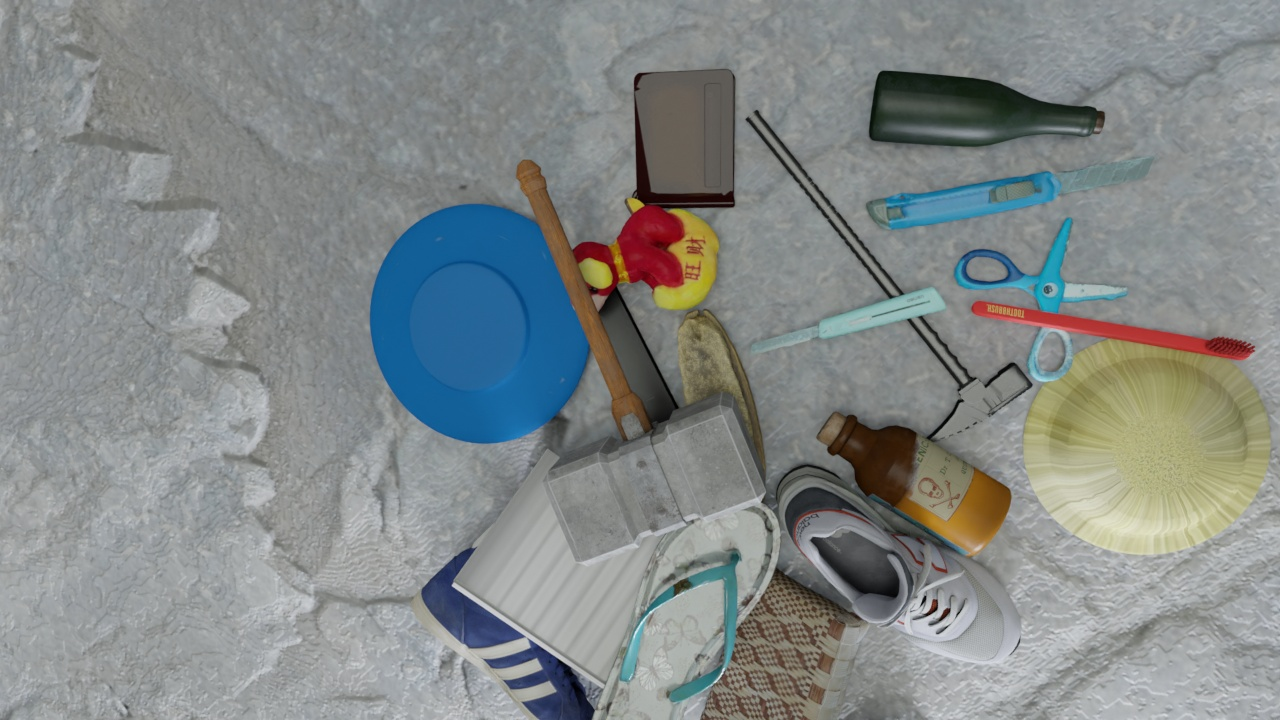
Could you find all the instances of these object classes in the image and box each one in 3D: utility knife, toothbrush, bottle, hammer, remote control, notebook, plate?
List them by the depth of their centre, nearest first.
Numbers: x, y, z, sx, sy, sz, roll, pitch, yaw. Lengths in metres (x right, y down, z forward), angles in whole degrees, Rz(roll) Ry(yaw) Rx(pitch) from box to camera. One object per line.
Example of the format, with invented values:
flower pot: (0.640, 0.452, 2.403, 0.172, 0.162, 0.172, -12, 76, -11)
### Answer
bottle: (0.273, -0.195, 0.725, 0.174, 0.055, 0.055, 7, 98, 10)
toothbrush: (0.374, -0.026, 0.730, 0.212, 0.018, 0.012, 11, 72, 8)
plate: (0.409, 0.072, 0.736, 0.184, 0.036, 0.184, 2, 97, 12)
hammer: (-0.032, -0.013, 0.741, 0.163, 0.082, 0.317, -22, 94, 9)
utility knife: (0.298, -0.138, 0.747, 0.222, 0.015, 0.031, -10, 99, 12)
bottle: (0.221, 0.094, 0.765, 0.157, 0.067, 0.068, 31, 102, 7)
utility knife: (0.172, -0.030, 0.776, 0.166, 0.015, 0.022, -16, 94, 19)
hammer: (0.189, -0.078, 0.779, 0.095, 0.015, 0.325, -39, 87, 15)
notebook: (-0.038, 0.197, 0.809, 0.210, 0.009, 0.142, 36, 83, -6)
remote control: (-0.005, 0.005, 0.831, 0.034, 0.013, 0.150, -27, 90, 14)
plate: (-0.156, -0.031, 0.847, 0.224, 0.024, 0.224, 2, 98, 16)

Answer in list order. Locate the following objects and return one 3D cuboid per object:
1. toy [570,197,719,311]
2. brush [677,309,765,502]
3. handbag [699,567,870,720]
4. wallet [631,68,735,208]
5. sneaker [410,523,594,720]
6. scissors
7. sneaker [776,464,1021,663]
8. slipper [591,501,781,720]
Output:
toy: (0.000, -0.090, 0.793, 0.137, 0.067, 0.105, -11, 81, 0)
brush: (0.072, 0.051, 0.804, 0.059, 0.043, 0.195, -13, 95, 13)
handbag: (0.120, 0.278, 0.800, 0.124, 0.047, 0.186, 25, 105, 45)
wallet: (0.037, -0.191, 0.798, 0.091, 0.018, 0.115, 2, 99, 12)
sneaker: (-0.085, 0.250, 0.849, 0.233, 0.091, 0.118, 39, 92, 4)
scissors: (0.323, -0.053, 0.753, 0.140, 0.011, 0.134, 15, 99, 12)
sneaker: (0.209, 0.183, 0.749, 0.240, 0.124, 0.089, 35, 103, 6)
slipper: (0.028, 0.233, 0.772, 0.098, 0.054, 0.269, 29, 94, 5)
